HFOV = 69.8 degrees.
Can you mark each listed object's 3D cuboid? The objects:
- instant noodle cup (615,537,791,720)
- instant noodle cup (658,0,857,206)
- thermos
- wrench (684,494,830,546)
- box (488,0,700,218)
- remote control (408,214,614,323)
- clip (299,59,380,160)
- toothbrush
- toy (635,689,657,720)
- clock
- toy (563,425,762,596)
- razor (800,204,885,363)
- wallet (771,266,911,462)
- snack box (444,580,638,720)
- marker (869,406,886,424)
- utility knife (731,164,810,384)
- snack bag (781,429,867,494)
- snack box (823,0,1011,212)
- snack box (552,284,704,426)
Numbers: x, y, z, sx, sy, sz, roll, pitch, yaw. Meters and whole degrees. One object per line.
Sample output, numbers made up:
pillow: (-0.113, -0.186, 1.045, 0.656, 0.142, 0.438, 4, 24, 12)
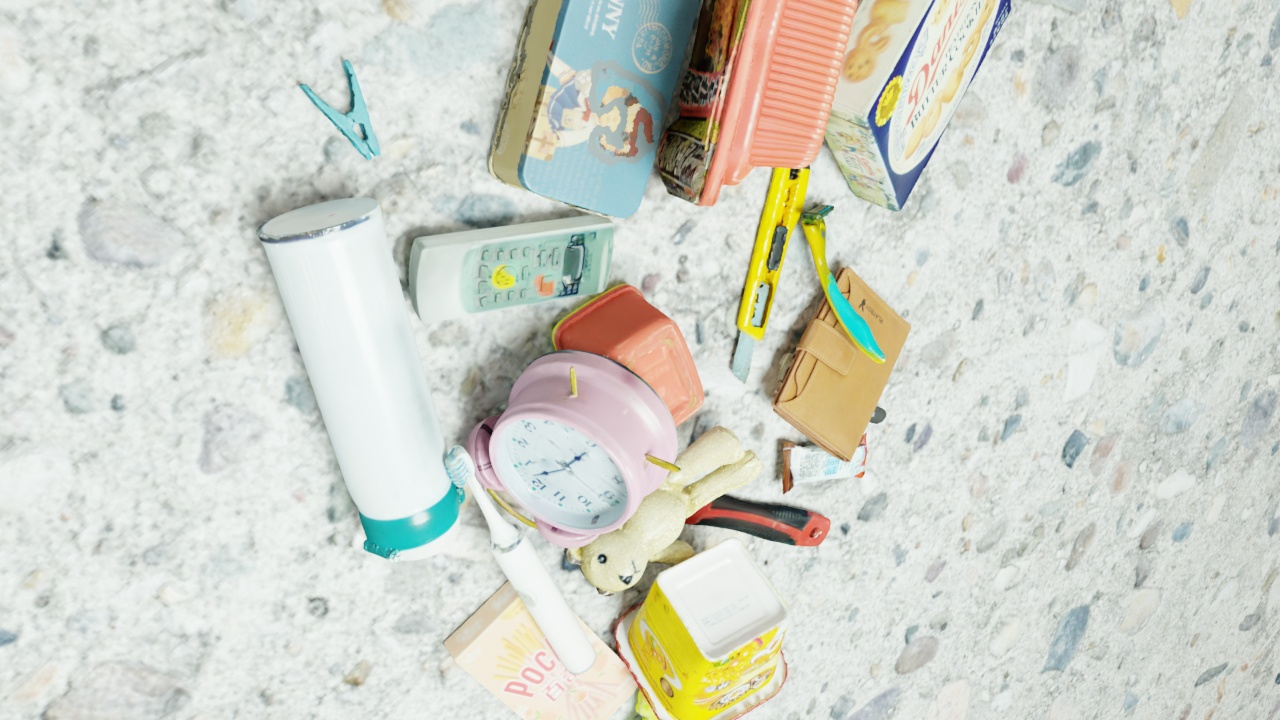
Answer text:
instant noodle cup: (0.053, 0.206, 0.699, 0.116, 0.116, 0.124, -22, 147, -23)
instant noodle cup: (0.069, -0.184, 0.552, 0.079, 0.164, 0.189, 9, 104, -8)
thermos: (-0.158, 0.019, 0.553, 0.073, 0.073, 0.224, -22, 118, -23)
wrench: (0.058, 0.128, 0.753, 0.273, 0.016, 0.056, 12, 105, -33)
box: (-0.025, -0.184, 0.561, 0.089, 0.063, 0.184, 8, 105, -34)
remote control: (-0.081, -0.060, 0.589, 0.135, 0.019, 0.056, -12, 132, -28)
clip: (-0.166, -0.139, 0.521, 0.034, 0.013, 0.055, -38, 123, -13)
toothbrush: (-0.080, 0.140, 0.625, 0.026, 0.027, 0.221, -67, 144, -46)
toy: (0.023, 0.294, 0.775, 0.096, 0.031, 0.100, -43, 140, -19)
clock: (-0.051, 0.065, 0.601, 0.117, 0.159, 0.059, 42, 45, -9)
toy: (0.020, 0.111, 0.673, 0.157, 0.066, 0.105, -39, 119, -2)
razor: (0.156, -0.056, 0.708, 0.132, 0.028, 0.043, 65, 28, -6)
wallet: (0.165, 0.004, 0.753, 0.107, 0.031, 0.131, 36, 76, -34)
snack box: (-0.071, 0.235, 0.708, 0.084, 0.026, 0.157, -43, 124, -11)
marker: (0.168, 0.039, 0.787, 0.123, 0.015, 0.018, 14, 101, -34)
utility knife: (0.100, -0.071, 0.705, 0.033, 0.015, 0.190, 4, 105, -32)
snack bag: (0.161, 0.087, 0.794, 0.104, 0.026, 0.048, -7, 104, -28)
snack box: (0.196, -0.217, 0.645, 0.178, 0.046, 0.182, -61, 155, 2)
snack box: (-0.004, 0.004, 0.631, 0.082, 0.080, 0.091, -34, 121, -18)
